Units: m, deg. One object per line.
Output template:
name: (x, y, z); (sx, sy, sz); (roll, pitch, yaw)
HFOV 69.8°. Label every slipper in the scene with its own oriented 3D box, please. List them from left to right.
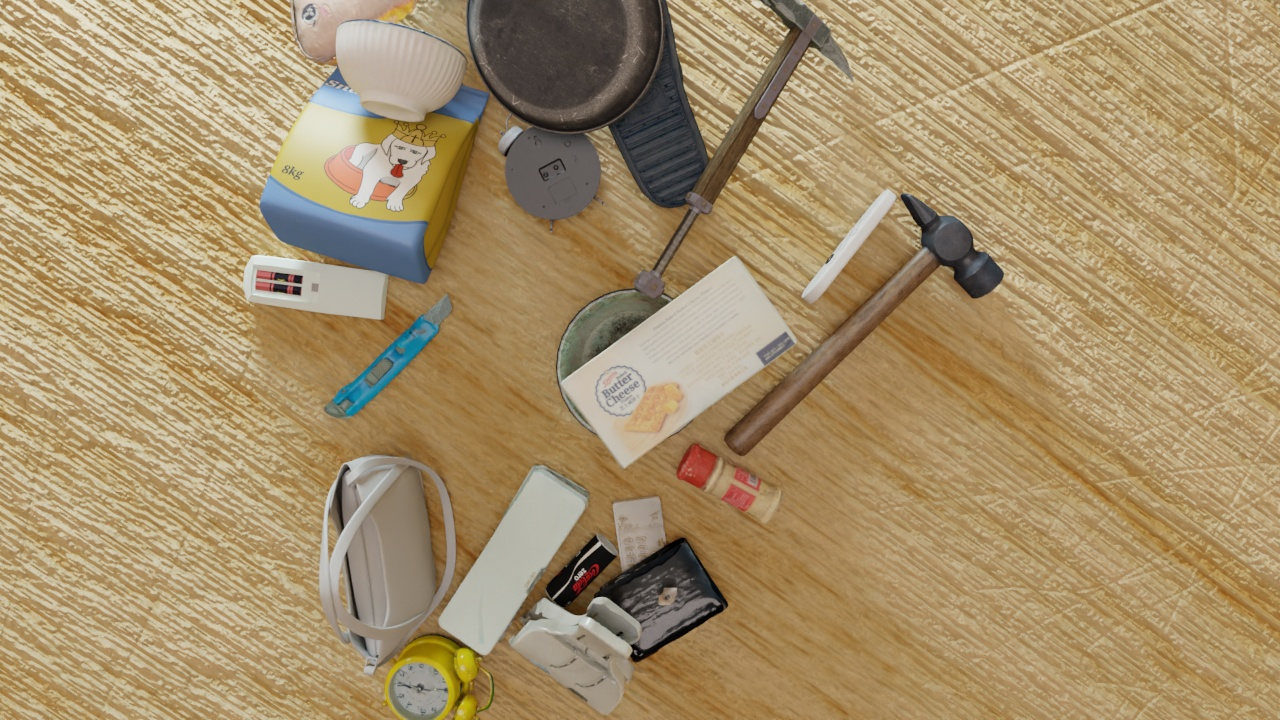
slipper: (-0.007, -0.277, 0.895); (0.101, 0.082, 0.264); (-21, 114, 5)

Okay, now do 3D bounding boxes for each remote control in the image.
remote control: (-0.333, -0.075, 0.936); (0.143, 0.024, 0.049); (8, 95, 0)
remote control: (0.005, 0.212, 0.967); (0.050, 0.011, 0.136); (-8, 95, 1)
remote control: (0.209, -0.114, 0.920); (0.013, 0.043, 0.136); (38, 94, -3)

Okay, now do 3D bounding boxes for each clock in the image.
clock: (-0.209, 0.335, 0.956); (0.119, 0.057, 0.083); (4, 95, 6)
clock: (-0.092, -0.198, 0.918); (0.094, 0.035, 0.122); (-27, 94, 3)

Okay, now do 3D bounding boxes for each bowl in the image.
bowl: (-0.222, -0.257, 0.839); (0.118, 0.118, 0.062); (10, 88, -1)
bowl: (-0.005, 0.006, 0.934); (0.157, 0.038, 0.157); (0, 95, 0)

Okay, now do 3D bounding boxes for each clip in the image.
clip: (-0.062, 0.296, 0.911); (0.126, 0.153, 0.096); (37, 59, -5)

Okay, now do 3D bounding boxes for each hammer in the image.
hammer: (0.088, -0.196, 0.891); (0.147, 0.028, 0.317); (31, 92, -31)
hammer: (0.206, -0.022, 0.930); (0.129, 0.040, 0.322); (44, 97, -10)

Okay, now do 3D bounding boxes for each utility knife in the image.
utility knife: (-0.257, -0.001, 0.948); (0.179, 0.015, 0.031); (-45, 98, 3)

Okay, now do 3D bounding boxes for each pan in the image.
pan: (-0.140, -0.347, 0.823); (0.357, 0.055, 0.188); (35, 116, -2)

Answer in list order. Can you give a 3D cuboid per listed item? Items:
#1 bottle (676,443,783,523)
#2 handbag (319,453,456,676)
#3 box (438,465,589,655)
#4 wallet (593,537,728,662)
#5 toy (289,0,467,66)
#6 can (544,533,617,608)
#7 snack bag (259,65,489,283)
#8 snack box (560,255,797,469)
bottle: (0.092, 0.127, 0.944); (0.109, 0.044, 0.044); (28, 95, -3)
handbag: (-0.245, 0.196, 0.861); (0.095, 0.222, 0.216); (-7, 95, 2)
box: (-0.133, 0.205, 0.951); (0.083, 0.066, 0.199); (29, 96, -22)
wallet: (0.021, 0.248, 0.950); (0.115, 0.026, 0.089); (-31, 96, 3)
toy: (-0.202, -0.349, 0.884); (0.264, 0.065, 0.196); (-37, 86, -2)
can: (-0.062, 0.220, 0.958); (0.031, 0.031, 0.080); (44, 94, -3)
snack bag: (-0.252, -0.198, 0.895); (0.159, 0.102, 0.205); (17, 73, -1)
snack box: (0.036, 0.001, 0.884); (0.208, 0.057, 0.104); (-36, 94, 3)
